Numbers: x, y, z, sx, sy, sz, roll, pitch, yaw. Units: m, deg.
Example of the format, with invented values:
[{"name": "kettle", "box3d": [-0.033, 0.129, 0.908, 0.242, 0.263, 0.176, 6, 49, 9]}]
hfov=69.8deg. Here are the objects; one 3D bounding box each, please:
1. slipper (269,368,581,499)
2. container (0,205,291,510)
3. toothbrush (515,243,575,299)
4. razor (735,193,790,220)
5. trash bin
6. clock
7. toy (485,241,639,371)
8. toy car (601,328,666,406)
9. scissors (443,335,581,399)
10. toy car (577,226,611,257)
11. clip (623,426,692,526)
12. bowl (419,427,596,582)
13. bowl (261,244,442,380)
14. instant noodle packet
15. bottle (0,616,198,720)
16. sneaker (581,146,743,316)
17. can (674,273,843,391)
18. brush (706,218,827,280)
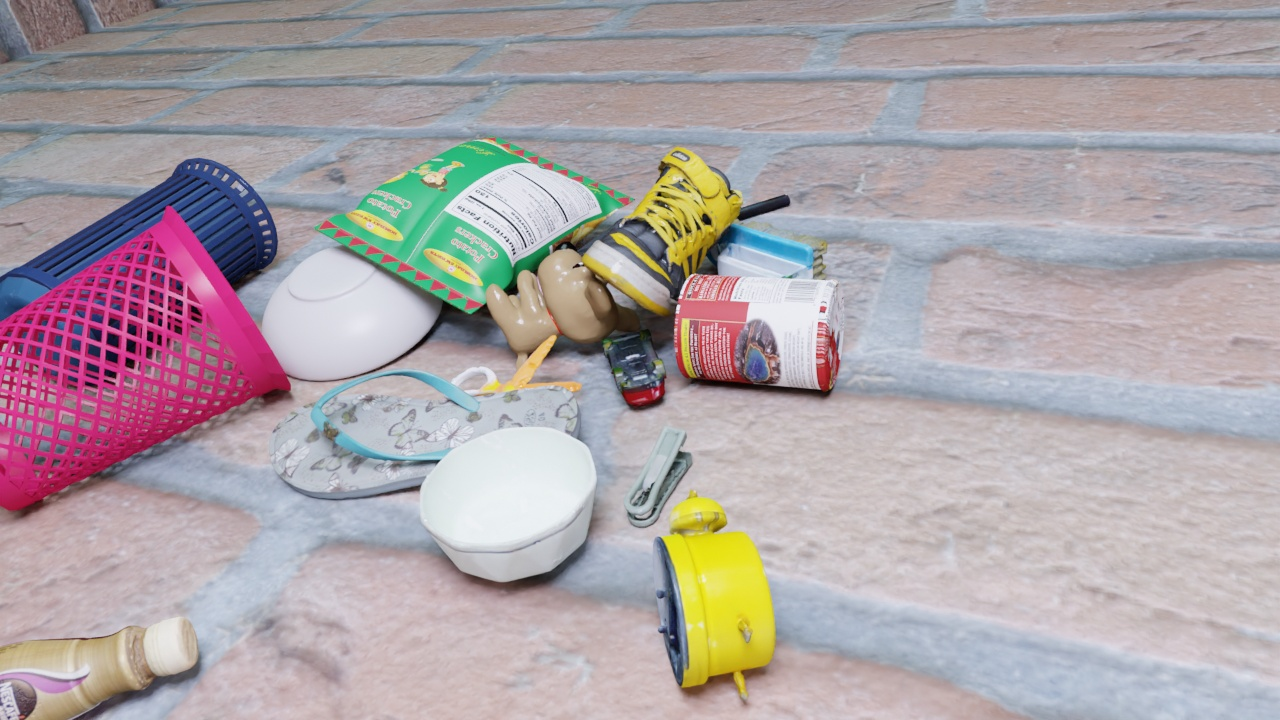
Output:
[{"name": "slipper", "box3d": [-0.178, 0.052, 0.695, 0.269, 0.055, 0.098, -3, 48, 17]}, {"name": "container", "box3d": [-0.442, 0.007, 0.757, 0.225, 0.183, 0.183, -35, 40, -21]}, {"name": "toothbrush", "box3d": [-0.087, -0.114, 0.965, 0.026, 0.027, 0.222, 17, 36, 3]}, {"name": "razor", "box3d": [0.096, -0.157, 0.991, 0.144, 0.022, 0.043, -13, -6, -13]}, {"name": "trash bin", "box3d": [-0.511, -0.091, 0.939, 0.139, 0.139, 0.248, 6, 38, 22]}, {"name": "clock", "box3d": [0.035, 0.128, 0.522, 0.057, 0.083, 0.118, -8, 36, -8]}, {"name": "toy", "box3d": [-0.070, -0.045, 0.794, 0.108, 0.105, 0.134, -20, -11, 9]}, {"name": "toy car", "box3d": [-0.004, 0.004, 0.757, 0.042, 0.036, 0.091, -14, 34, -6]}, {"name": "scissors", "box3d": [-0.109, 0.026, 0.736, 0.128, 0.011, 0.125, 22, 66, 34]}, {"name": "toy car", "box3d": [-0.036, -0.106, 0.922, 0.034, 0.046, 0.111, 18, 40, 28]}, {"name": "clip", "box3d": [0.011, 0.077, 0.640, 0.023, 0.051, 0.078, 9, 30, 28]}, {"name": "bowl", "box3d": [-0.083, 0.102, 0.609, 0.117, 0.061, 0.117, -6, 34, 4]}, {"name": "bowl", "box3d": [-0.284, -0.062, 0.881, 0.177, 0.066, 0.176, -7, 41, 6]}, {"name": "instant noodle packet", "box3d": [-0.157, -0.146, 0.908, 0.196, 0.090, 0.251, 28, 45, 22]}, {"name": "bottle", "box3d": [-0.353, 0.192, 0.544, 0.166, 0.060, 0.059, -16, 34, -11]}, {"name": "sneaker", "box3d": [0.026, -0.114, 0.781, 0.086, 0.122, 0.238, 33, 12, 0]}, {"name": "can", "box3d": [0.096, -0.023, 0.728, 0.116, 0.087, 0.086, 5, 36, 21]}, {"name": "brush", "box3d": [0.103, -0.095, 0.862, 0.075, 0.055, 0.136, -28, 37, -34]}]
